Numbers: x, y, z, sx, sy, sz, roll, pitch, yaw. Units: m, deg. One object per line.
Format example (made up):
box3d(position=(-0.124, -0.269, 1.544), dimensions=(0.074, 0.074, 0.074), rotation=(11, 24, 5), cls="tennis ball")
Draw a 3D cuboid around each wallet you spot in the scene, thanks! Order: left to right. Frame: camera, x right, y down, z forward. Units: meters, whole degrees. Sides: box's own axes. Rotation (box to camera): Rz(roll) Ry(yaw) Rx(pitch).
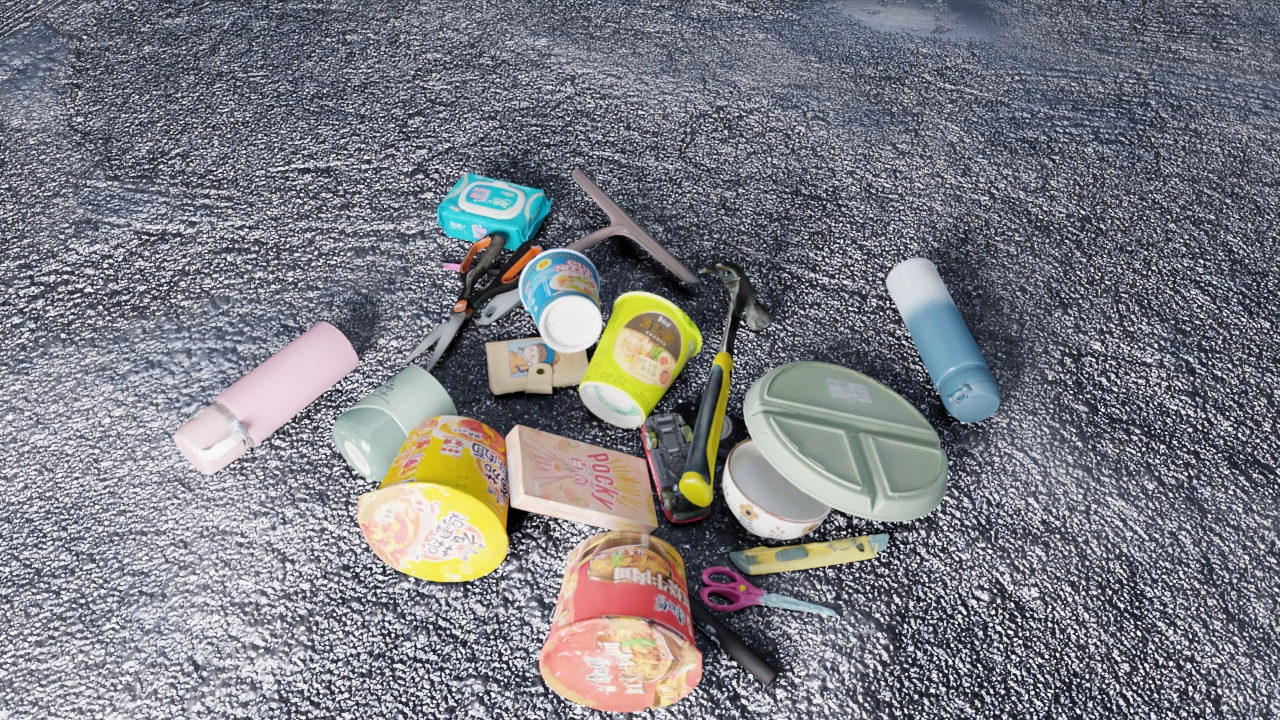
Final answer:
box3d(position=(-0.118, 0.006, 1.060), dimensions=(0.115, 0.024, 0.087), rotation=(-5, 44, -10), cls="wallet")

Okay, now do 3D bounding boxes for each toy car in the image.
box3d(position=(0.036, 0.113, 0.957), dimensions=(0.053, 0.045, 0.120), rotation=(-8, 61, -17), cls="toy car")

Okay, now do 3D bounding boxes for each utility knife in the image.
box3d(position=(0.172, 0.193, 0.919), dimensions=(0.166, 0.018, 0.031), rotation=(-3, 55, -12), cls="utility knife")

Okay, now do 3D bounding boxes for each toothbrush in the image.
box3d(position=(-0.169, -0.108, 1.162), dimensions=(0.189, 0.014, 0.017), rotation=(7, 50, 4), cls="toothbrush")

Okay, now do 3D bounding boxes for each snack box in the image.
box3d(position=(-0.057, 0.120, 0.907), dimensions=(0.157, 0.026, 0.084), rotation=(18, 41, -31), cls="snack box")

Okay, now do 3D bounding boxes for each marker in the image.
box3d(position=(0.073, 0.252, 0.855), dimensions=(0.132, 0.020, 0.022), rotation=(37, 41, 25), cls="marker")

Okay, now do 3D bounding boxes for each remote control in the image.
box3d(position=(0.095, 0.084, 1.001), dimensions=(0.136, 0.024, 0.053), rotation=(19, 52, 15), cls="remote control")

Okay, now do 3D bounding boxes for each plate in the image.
box3d(position=(0.221, 0.076, 0.970), dimensions=(0.230, 0.028, 0.229), rotation=(14, 36, -11), cls="plate")

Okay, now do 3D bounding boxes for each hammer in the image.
box3d(position=(0.085, 0.013, 0.992), dimensions=(0.032, 0.126, 0.322), rotation=(-16, 38, 31), cls="hammer")

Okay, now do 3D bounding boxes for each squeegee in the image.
box3d(position=(-0.096, -0.120, 1.139), dimensions=(0.249, 0.040, 0.247), rotation=(-36, 65, -19), cls="squeegee")

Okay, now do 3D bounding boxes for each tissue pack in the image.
box3d(position=(-0.190, -0.196, 1.214), dimensions=(0.133, 0.050, 0.093), rotation=(14, 48, 8), cls="tissue pack")

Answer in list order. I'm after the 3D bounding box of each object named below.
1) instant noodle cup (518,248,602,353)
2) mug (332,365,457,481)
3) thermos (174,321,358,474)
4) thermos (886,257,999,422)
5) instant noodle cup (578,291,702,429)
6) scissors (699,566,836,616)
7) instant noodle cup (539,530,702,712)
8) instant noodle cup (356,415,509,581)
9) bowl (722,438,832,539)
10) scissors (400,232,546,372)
box3d(position=(-0.086, -0.063, 1.051), dimensions=(0.099, 0.099, 0.109), rotation=(-7, 30, -10), cls="instant noodle cup")
box3d(position=(-0.267, 0.066, 0.967), dimensions=(0.112, 0.082, 0.106), rotation=(9, 41, 47), cls="mug")
box3d(position=(-0.393, 0.039, 0.977), dimensions=(0.087, 0.067, 0.198), rotation=(-3, 33, 46), cls="thermos")
box3d(position=(0.358, -0.025, 1.088), dimensions=(0.070, 0.070, 0.220), rotation=(-6, 50, -8), cls="thermos")
box3d(position=(-0.006, 0.006, 1.017), dimensions=(0.112, 0.112, 0.123), rotation=(21, 59, 14), cls="instant noodle cup")
box3d(position=(0.123, 0.229, 0.880), dimensions=(0.133, 0.017, 0.056), rotation=(13, 34, 2), cls="scissors")
box3d(position=(-0.016, 0.226, 0.806), dimensions=(0.138, 0.138, 0.108), rotation=(3, 40, -1), cls="instant noodle cup")
box3d(position=(-0.185, 0.127, 0.881), dimensions=(0.138, 0.138, 0.109), rotation=(5, 40, 1), cls="instant noodle cup")
box3d(position=(0.132, 0.137, 0.923), dimensions=(0.113, 0.062, 0.113), rotation=(13, 38, -10), cls="bowl")
box3d(position=(-0.194, -0.075, 1.096), dimensions=(0.190, 0.022, 0.228), rotation=(-11, 47, 14), cls="scissors")
